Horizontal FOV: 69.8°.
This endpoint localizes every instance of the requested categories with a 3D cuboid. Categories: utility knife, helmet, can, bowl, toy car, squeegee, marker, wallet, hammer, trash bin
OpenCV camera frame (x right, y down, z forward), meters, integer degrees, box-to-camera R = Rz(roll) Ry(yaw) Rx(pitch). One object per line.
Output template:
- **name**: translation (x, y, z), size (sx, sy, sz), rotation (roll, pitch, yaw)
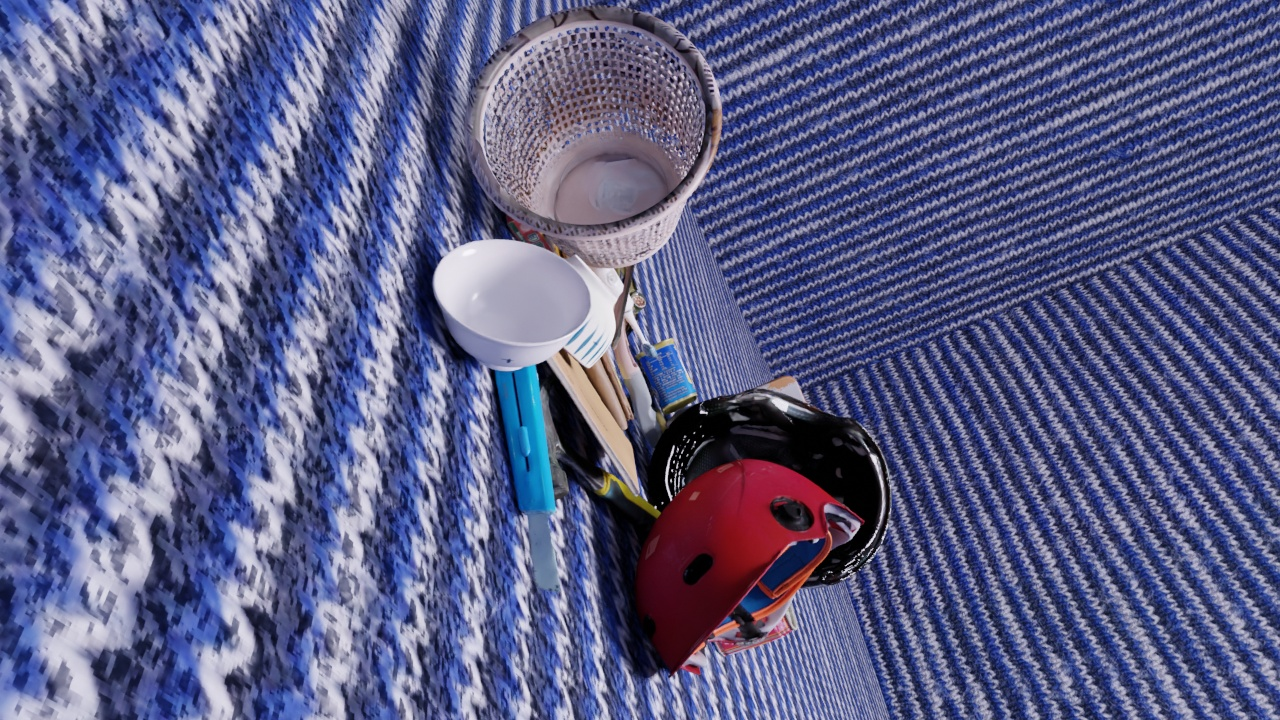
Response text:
- **utility knife**: translation (-0.083, 0.079, 0.693), size (0.018, 0.034, 0.204), rotation (72, 3, -58)
- **helmet**: translation (0.075, 0.181, 0.860), size (0.144, 0.207, 0.239), rotation (46, 30, 24)
- **utility knife**: translation (0.040, 0.107, 1.241), size (0.031, 0.021, 0.206), rotation (-82, 154, -78)
- **can**: translation (0.131, 0.304, 1.086), size (0.066, 0.094, 0.066), rotation (-22, 90, -78)
- **bowl**: translation (-0.101, -0.031, 0.699), size (0.118, 0.118, 0.065), rotation (-102, -157, -44)
- **toy car**: translation (-0.037, -0.096, 1.174), size (0.042, 0.070, 0.158), rotation (2, 55, -30)
- **squeegee**: translation (-0.006, 0.006, 1.028), size (0.247, 0.040, 0.250), rotation (-82, 164, -55)
- **marker**: translation (-0.004, 0.051, 1.138), size (0.132, 0.022, 0.020), rotation (-22, 96, -79)
- **wallet**: translation (-0.042, 0.014, 0.999), size (0.090, 0.033, 0.115), rotation (-105, 173, -77)
- **bowl**: translation (-0.065, -0.056, 0.860), size (0.116, 0.066, 0.116), rotation (47, 2, -3)
- **can**: translation (0.037, 0.024, 1.246), size (0.102, 0.057, 0.083), rotation (67, -1, -80)
- **helmet**: translation (0.153, 0.158, 1.093), size (0.157, 0.274, 0.229), rotation (60, 37, -74)
- **hammer**: translation (-0.031, 0.115, 0.861), size (0.323, 0.032, 0.126), rotation (50, 21, -56)
- **trash bin**: translation (-0.037, -0.190, 0.888), size (0.192, 0.227, 0.227), rotation (74, -4, -75)

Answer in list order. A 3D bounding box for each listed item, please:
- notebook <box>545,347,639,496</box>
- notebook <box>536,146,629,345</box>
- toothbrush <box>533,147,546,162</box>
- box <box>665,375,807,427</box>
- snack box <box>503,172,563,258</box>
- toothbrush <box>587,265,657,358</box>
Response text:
- **notebook**: translation (-0.045, 0.042, 0.856), size (0.148, 0.008, 0.207), rotation (58, 1, -5)
- **notebook**: translation (-0.068, -0.133, 1.080), size (0.149, 0.012, 0.211), rotation (47, 24, -58)
- **toothbrush**: translation (-0.092, -0.172, 1.148), size (0.212, 0.027, 0.026), rotation (69, 16, 6)
- **box**: translation (0.157, 0.122, 1.239), size (0.156, 0.194, 0.183), rotation (-34, 104, -77)
- **snack box**: translation (-0.102, -0.126, 1.012), size (0.156, 0.027, 0.077), rotation (56, 16, -46)
- **toothbrush**: translation (-0.032, -0.082, 1.057), size (0.026, 0.026, 0.221), rotation (25, -27, 50)
